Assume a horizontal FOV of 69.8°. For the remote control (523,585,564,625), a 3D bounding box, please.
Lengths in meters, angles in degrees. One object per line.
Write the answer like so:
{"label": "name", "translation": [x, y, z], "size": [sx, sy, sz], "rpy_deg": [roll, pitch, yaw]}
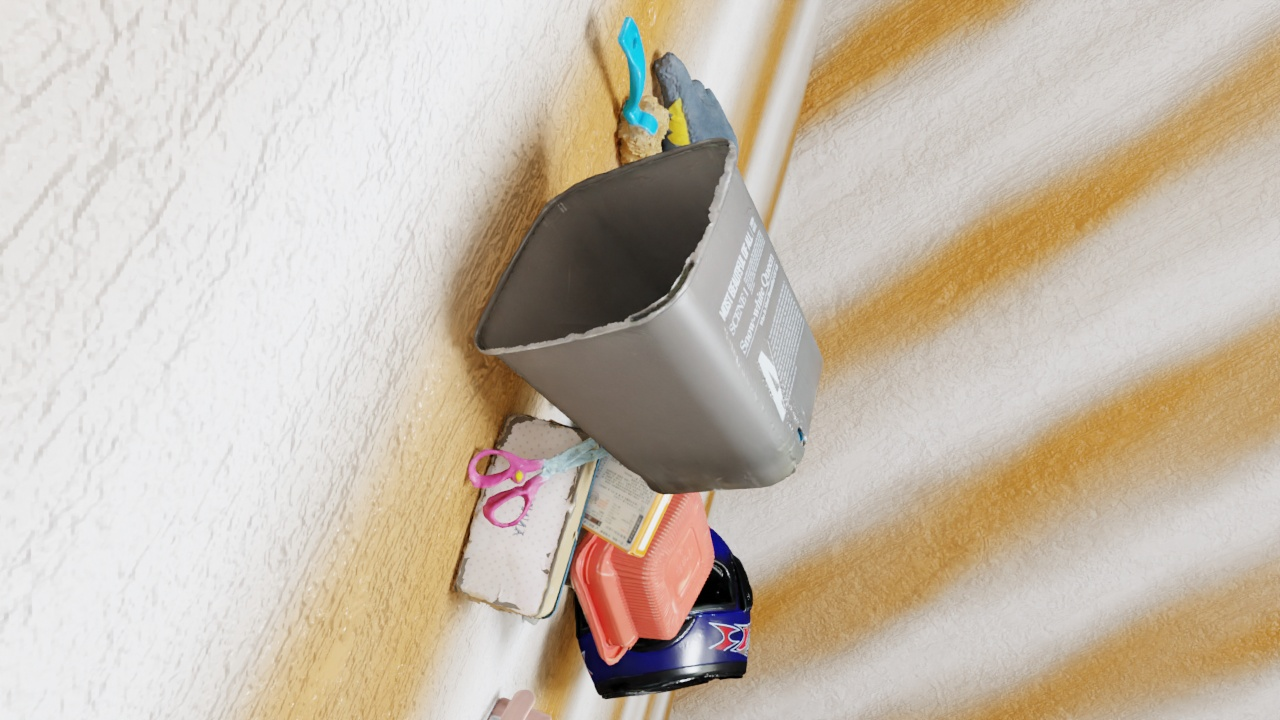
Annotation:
{"label": "remote control", "translation": [-0.097, 0.257, 1.090], "size": [0.058, 0.021, 0.149], "rpy_deg": [-60, 173, 18]}

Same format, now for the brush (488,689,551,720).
{"label": "brush", "translation": [-0.148, 0.415, 0.954], "size": [0.145, 0.063, 0.073], "rpy_deg": [-54, 159, -58]}

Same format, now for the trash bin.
{"label": "trash bin", "translation": [0.027, -0.020, 0.728], "size": [0.220, 0.199, 0.198], "rpy_deg": [51, 45, -33]}

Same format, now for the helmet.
{"label": "helmet", "translation": [0.025, 0.322, 1.241], "size": [0.315, 0.247, 0.240], "rpy_deg": [61, 16, -69]}

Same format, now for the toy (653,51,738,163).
{"label": "toy", "translation": [0.074, -0.282, 1.170], "size": [0.356, 0.091, 0.138], "rpy_deg": [-12, 87, -79]}

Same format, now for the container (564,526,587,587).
{"label": "container", "translation": [-0.079, 0.189, 0.962], "size": [0.111, 0.090, 0.089], "rpy_deg": [77, 28, -72]}

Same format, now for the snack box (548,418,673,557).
{"label": "snack box", "translation": [-0.044, 0.116, 0.855], "size": [0.026, 0.154, 0.075], "rpy_deg": [33, 82, -54]}

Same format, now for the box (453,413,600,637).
{"label": "box", "translation": [-0.098, 0.143, 0.808], "size": [0.061, 0.090, 0.184], "rpy_deg": [56, 51, -76]}

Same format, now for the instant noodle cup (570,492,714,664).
{"label": "instant noodle cup", "translation": [0.013, 0.196, 0.922], "size": [0.188, 0.079, 0.165], "rpy_deg": [-54, 141, -41]}

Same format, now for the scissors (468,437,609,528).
{"label": "scissors", "translation": [-0.073, 0.098, 0.772], "size": [0.017, 0.137, 0.073], "rpy_deg": [170, -93, -73]}

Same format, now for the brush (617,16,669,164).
{"label": "brush", "translation": [-0.002, -0.252, 0.888], "size": [0.255, 0.046, 0.083], "rpy_deg": [73, 36, -79]}
